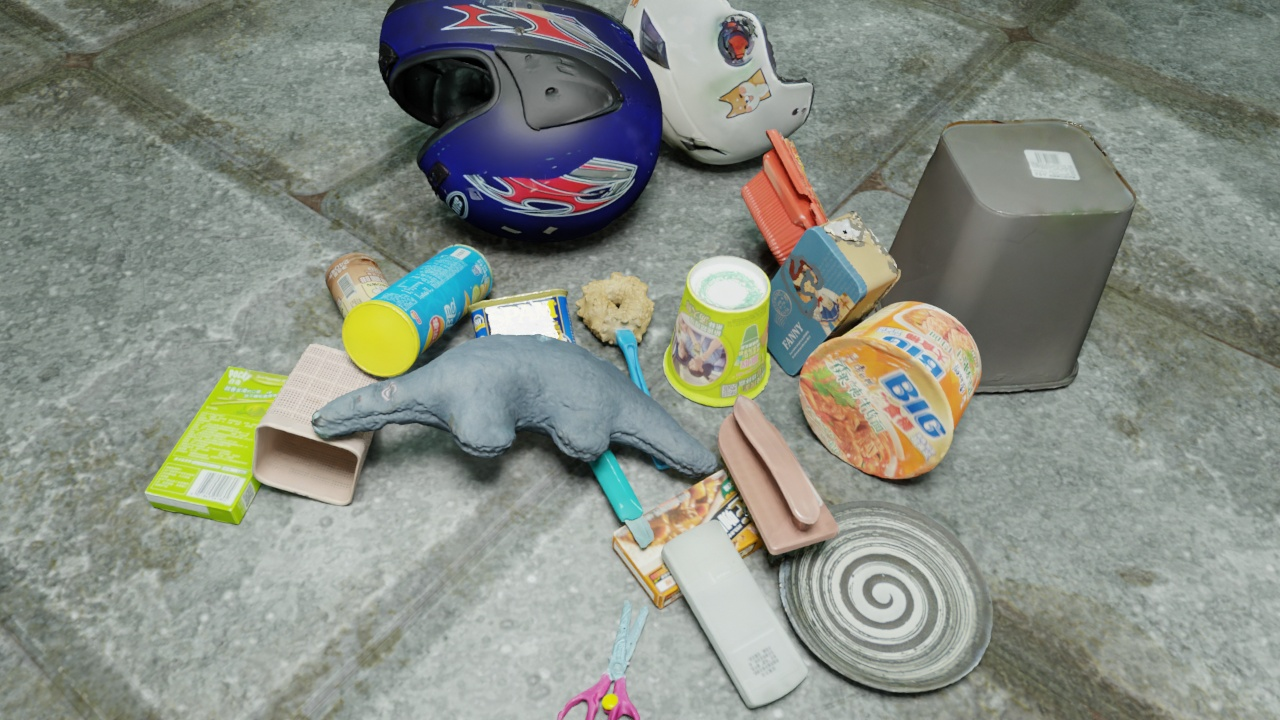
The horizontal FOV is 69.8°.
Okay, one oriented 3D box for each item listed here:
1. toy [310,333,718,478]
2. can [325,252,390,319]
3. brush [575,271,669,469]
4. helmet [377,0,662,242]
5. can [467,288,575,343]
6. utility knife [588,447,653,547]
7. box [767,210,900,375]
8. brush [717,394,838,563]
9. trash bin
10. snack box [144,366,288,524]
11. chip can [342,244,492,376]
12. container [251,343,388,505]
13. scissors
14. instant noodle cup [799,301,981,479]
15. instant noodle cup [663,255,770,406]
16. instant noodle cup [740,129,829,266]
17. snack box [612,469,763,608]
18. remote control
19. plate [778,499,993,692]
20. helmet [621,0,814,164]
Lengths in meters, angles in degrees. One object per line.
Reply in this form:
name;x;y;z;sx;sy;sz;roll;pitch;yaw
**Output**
toy;-0.104;0.037;0.824;0.356;0.092;0.137;6;52;-16
can;-0.285;-0.059;0.963;0.058;0.059;0.116;-23;53;-22
brush;-0.006;0.006;0.939;0.083;0.046;0.254;-8;53;-15
helmet;-0.133;-0.255;1.019;0.315;0.248;0.240;4;78;-14
can;-0.115;-0.020;0.918;0.102;0.057;0.083;-11;81;-12
utility knife;-0.029;0.107;0.842;0.029;0.013;0.182;-15;39;-17
box;0.177;-0.060;0.916;0.061;0.185;0.089;-23;68;-29
brush;0.112;0.098;0.797;0.063;0.073;0.145;-14;50;-14
trash bin;0.368;-0.110;0.936;0.198;0.220;0.198;-2;47;-5
snack box;-0.382;0.075;0.861;0.086;0.026;0.156;9;49;5
chip can;-0.212;-0.055;0.902;0.071;0.071;0.209;11;22;7
container;-0.285;0.054;0.834;0.090;0.090;0.110;18;45;-9
scissors;-0.028;0.247;0.734;0.074;0.017;0.137;0;43;10
instant noodle cup;0.243;0.020;0.868;0.151;0.152;0.111;32;46;24
instant noodle cup;0.082;-0.034;0.916;0.111;0.124;0.111;2;48;-2
instant noodle cup;0.178;-0.144;1.009;0.079;0.189;0.164;-30;47;13
snack box;0.057;0.150;0.815;0.153;0.026;0.075;-26;55;-24
remote control;0.075;0.205;0.749;0.058;0.021;0.150;-21;67;-23
plate;0.206;0.199;0.781;0.179;0.024;0.179;2;48;-3
helmet;0.069;-0.347;1.133;0.157;0.274;0.230;-49;30;1
